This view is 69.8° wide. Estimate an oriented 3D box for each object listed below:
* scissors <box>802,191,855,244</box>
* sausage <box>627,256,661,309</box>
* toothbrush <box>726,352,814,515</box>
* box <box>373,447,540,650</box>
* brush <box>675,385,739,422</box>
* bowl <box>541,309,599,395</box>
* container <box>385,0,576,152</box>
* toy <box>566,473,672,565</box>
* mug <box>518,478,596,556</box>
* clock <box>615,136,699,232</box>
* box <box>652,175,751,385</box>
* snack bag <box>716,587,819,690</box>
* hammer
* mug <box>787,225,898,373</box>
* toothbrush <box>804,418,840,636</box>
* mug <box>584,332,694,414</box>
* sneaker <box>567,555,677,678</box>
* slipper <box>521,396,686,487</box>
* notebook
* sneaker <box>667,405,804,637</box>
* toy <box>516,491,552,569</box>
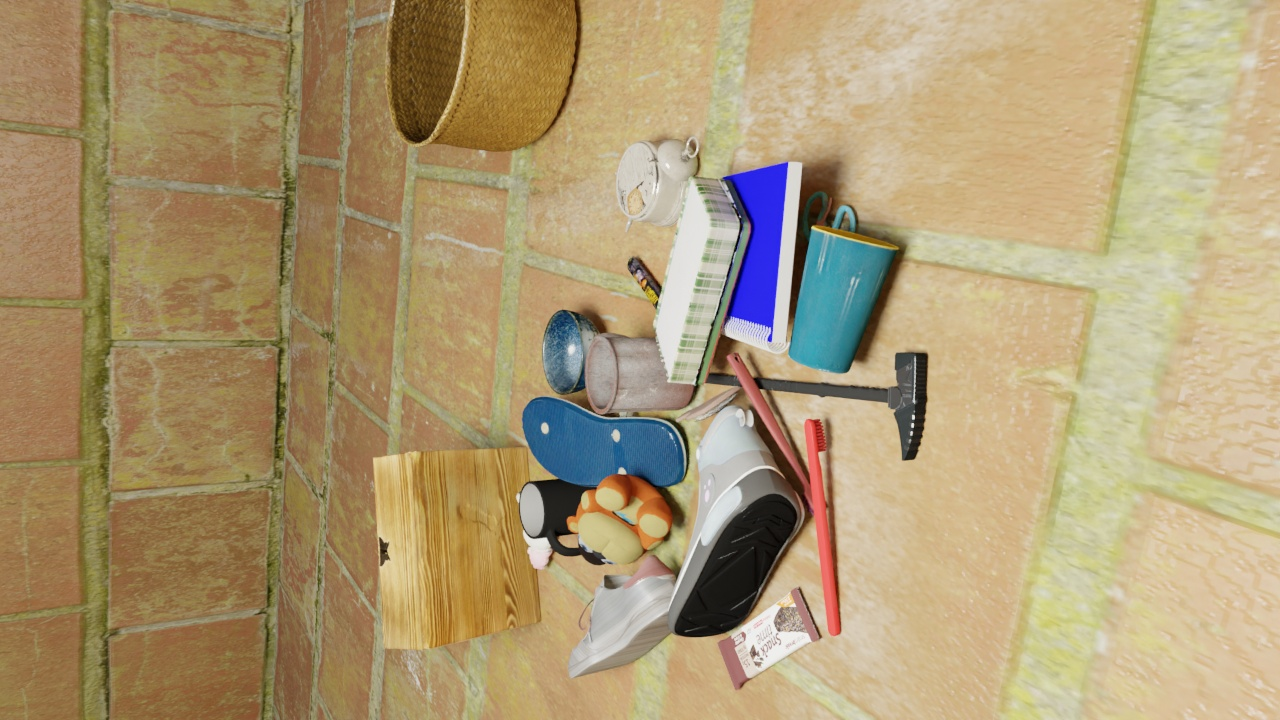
[{"bbox_3d":[0.180,-0.092,0.898,0.076,0.015,0.141,25,118,52],"label":"scissors"},{"bbox_3d":[0.017,-0.082,1.130,0.155,0.020,0.020,58,135,38],"label":"sausage"},{"bbox_3d":[0.136,0.073,0.940,0.189,0.016,0.017,63,151,24],"label":"toothbrush"},{"bbox_3d":[-0.339,0.291,1.462,0.337,0.285,0.279,-14,79,39],"label":"box"},{"bbox_3d":[0.070,0.057,1.026,0.015,0.049,0.136,57,160,1],"label":"brush"},{"bbox_3d":[-0.082,-0.010,1.243,0.115,0.060,0.114,-4,86,58],"label":"bowl"},{"bbox_3d":[-0.230,-0.454,1.340,0.308,0.196,0.307,-3,86,56],"label":"container"},{"bbox_3d":[-0.028,0.199,1.128,0.096,0.112,0.176,-60,2,-27],"label":"toy"},{"bbox_3d":[-0.105,0.216,1.256,0.078,0.087,0.113,-57,46,40],"label":"mug"},{"bbox_3d":[0.021,-0.221,1.085,0.157,0.061,0.103,-30,66,55],"label":"clock"},{"bbox_3d":[0.063,-0.082,0.979,0.117,0.051,0.206,-106,23,-53],"label":"box"},{"bbox_3d":[0.131,0.297,0.971,0.158,0.013,0.057,-51,52,44],"label":"snack bag"},{"bbox_3d":[0.155,0.034,0.931,0.326,0.015,0.095,5,95,57],"label":"hammer"},{"bbox_3d":[0.177,-0.054,0.831,0.078,0.078,0.121,33,115,51],"label":"mug"},{"bbox_3d":[0.180,0.161,0.888,0.012,0.017,0.212,-3,95,60],"label":"toothbrush"},{"bbox_3d":[-0.006,0.006,1.085,0.096,0.110,0.122,-64,35,34],"label":"mug"},{"bbox_3d":[-0.026,0.314,1.135,0.237,0.099,0.089,-47,54,37],"label":"sneaker"},{"bbox_3d":[-0.043,0.107,1.194,0.296,0.060,0.118,3,99,43],"label":"slipper"},{"bbox_3d":[0.111,-0.104,0.922,0.209,0.022,0.171,-146,59,-77],"label":"notebook"},{"bbox_3d":[0.081,0.175,0.993,0.160,0.093,0.257,-105,27,-45],"label":"sneaker"},{"bbox_3d":[-0.152,0.251,1.374,0.079,0.038,0.122,-4,87,44],"label":"toy"}]
